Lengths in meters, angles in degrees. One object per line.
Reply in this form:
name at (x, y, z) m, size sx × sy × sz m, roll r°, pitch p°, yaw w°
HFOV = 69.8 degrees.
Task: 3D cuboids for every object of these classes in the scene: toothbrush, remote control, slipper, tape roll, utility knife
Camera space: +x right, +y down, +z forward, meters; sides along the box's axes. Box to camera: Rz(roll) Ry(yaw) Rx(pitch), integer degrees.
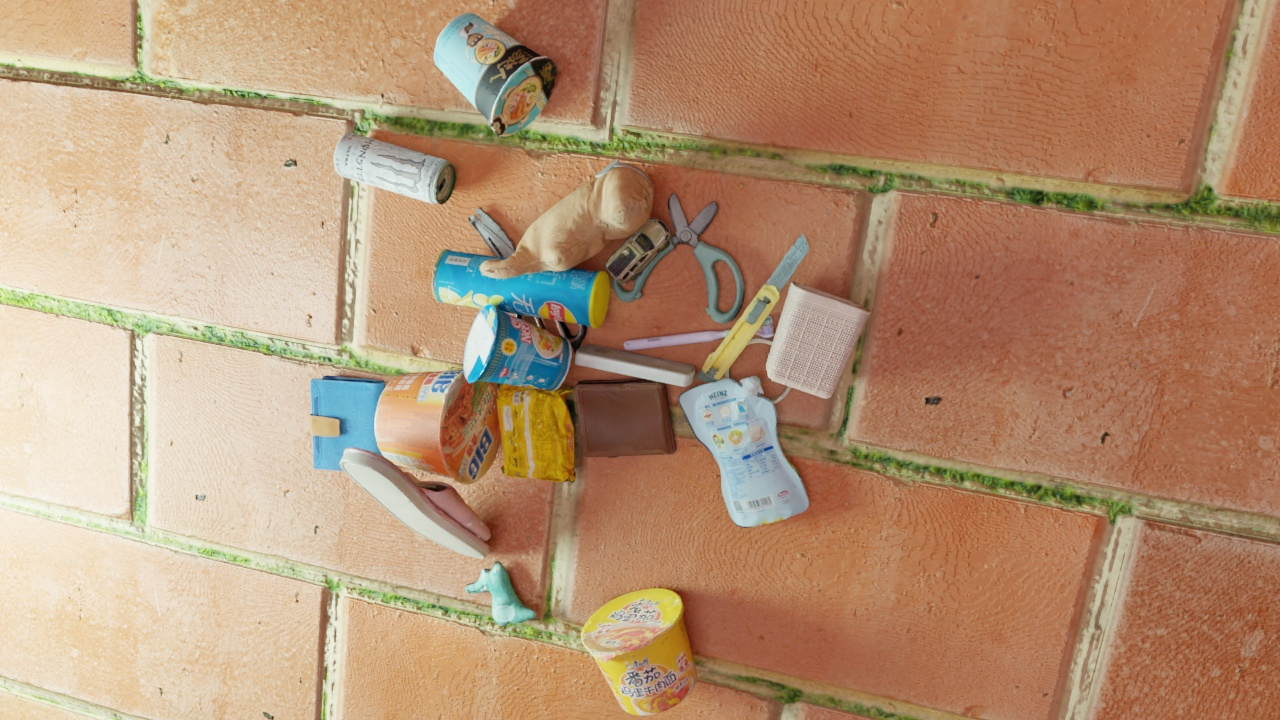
toothbrush at (0.070, -0.030, 1.137) m, size 0.189 × 0.021 × 0.029 m, roll -8°, pitch 66°, yaw 15°
remote control at (-0.007, 0.007, 1.144) m, size 0.150 × 0.058 × 0.021 m, roll 11°, pitch 104°, yaw 12°
slipper at (-0.279, 0.179, 1.180) m, size 0.114 × 0.054 × 0.274 m, roll 4°, pitch 147°, yaw 34°
tape roll at (0.147, 0.015, 1.130) m, size 0.086 × 0.013 × 0.086 m, roll 3°, pitch 101°, yaw 13°
utility knife at (0.136, -0.057, 1.097) m, size 0.031 × 0.022 × 0.220 m, roll 33°, pitch 107°, yaw -3°

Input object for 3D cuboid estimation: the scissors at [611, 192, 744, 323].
scissors at (0.057, -0.108, 1.125) m, size 0.180 × 0.019 × 0.170 m, roll 46°, pitch 107°, yaw 5°

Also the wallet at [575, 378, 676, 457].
wallet at (-0.020, 0.074, 1.176) m, size 0.125 × 0.032 × 0.101 m, roll -3°, pitch 102°, yaw 15°

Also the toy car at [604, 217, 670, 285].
toy car at (-0.003, -0.133, 1.112) m, size 0.090 × 0.035 × 0.042 m, roll -44°, pitch 81°, yaw 16°

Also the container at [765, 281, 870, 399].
container at (0.201, -0.023, 1.064) m, size 0.090 × 0.090 × 0.111 m, roll 19°, pitch 101°, yaw 2°

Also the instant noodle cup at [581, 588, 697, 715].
instant noodle cup at (0.005, 0.377, 1.179) m, size 0.138 × 0.137 × 0.110 m, roll -15°, pitch 105°, yaw 16°

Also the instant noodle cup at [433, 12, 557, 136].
instant noodle cup at (-0.181, -0.348, 1.098) m, size 0.120 × 0.111 × 0.111 m, roll 41°, pitch 107°, yaw 11°

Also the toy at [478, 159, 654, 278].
toy at (-0.083, -0.155, 1.091) m, size 0.226 × 0.143 × 0.082 m, roll -29°, pitch 104°, yaw 14°

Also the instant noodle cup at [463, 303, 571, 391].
instant noodle cup at (-0.148, -0.008, 1.127) m, size 0.109 × 0.099 × 0.099 m, roll 16°, pitch 108°, yaw -29°

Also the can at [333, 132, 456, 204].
can at (-0.313, -0.244, 1.170) m, size 0.147 × 0.058 × 0.058 m, roll 18°, pitch 104°, yaw 10°

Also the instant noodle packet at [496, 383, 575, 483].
instant noodle packet at (-0.134, 0.091, 1.193) m, size 0.111 × 0.044 × 0.128 m, roll 2°, pitch 99°, yaw 26°

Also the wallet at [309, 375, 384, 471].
wallet at (-0.404, 0.089, 1.269) m, size 0.106 × 0.040 × 0.133 m, roll 4°, pitch 101°, yaw 9°

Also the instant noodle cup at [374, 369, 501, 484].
instant noodle cup at (-0.261, 0.079, 1.180) m, size 0.111 × 0.151 × 0.151 m, roll 3°, pitch 101°, yaw 21°

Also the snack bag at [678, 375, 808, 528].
snack bag at (0.129, 0.111, 1.136) m, size 0.110 × 0.038 × 0.191 m, roll -17°, pitch 100°, yaw 30°

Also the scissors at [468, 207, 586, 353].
scissors at (-0.159, -0.094, 1.184) m, size 0.207 × 0.015 × 0.193 m, roll 18°, pitch 105°, yaw 10°

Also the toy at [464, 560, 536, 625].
toy at (-0.196, 0.324, 1.268) m, size 0.097 × 0.030 × 0.092 m, roll -20°, pitch 91°, yaw 24°

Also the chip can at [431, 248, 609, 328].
chip can at (-0.148, -0.090, 1.137) m, size 0.210 × 0.071 × 0.071 m, roll 9°, pitch 102°, yaw 12°
